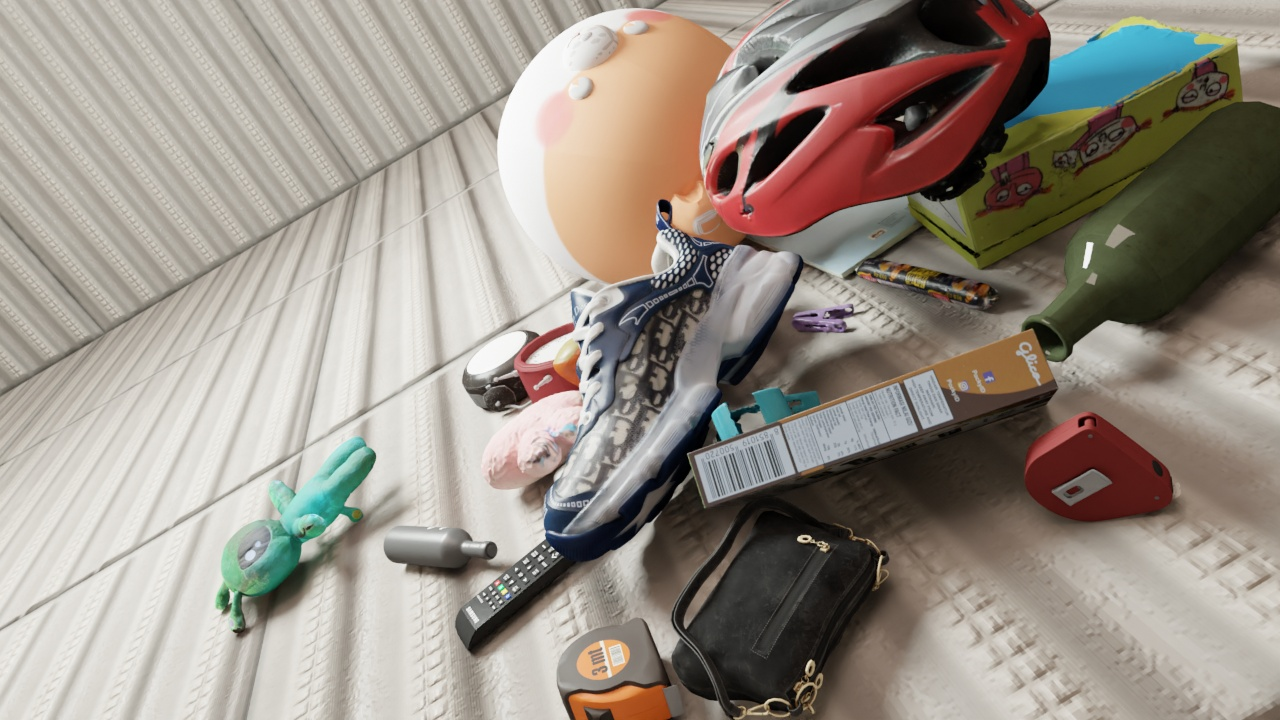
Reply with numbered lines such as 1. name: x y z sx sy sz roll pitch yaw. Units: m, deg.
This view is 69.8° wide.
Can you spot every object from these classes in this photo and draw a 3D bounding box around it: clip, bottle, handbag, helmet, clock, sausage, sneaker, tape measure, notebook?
1. clip: 0.143 -0.030 0.713 0.051 0.014 0.045 -20 30 14
2. clip: 0.065 0.042 0.577 0.103 0.027 0.120 -27 -14 7
3. bottle: -0.149 0.141 0.694 0.113 0.030 0.030 -7 35 40
4. handbag: 0.071 0.126 0.465 0.079 0.054 0.128 2 38 42
5. helmet: 0.150 -0.186 0.660 0.273 0.167 0.216 -15 24 52
6. clock: -0.054 -0.002 0.818 0.137 0.048 0.096 -36 25 -30
7. bottle: 0.308 -0.072 0.546 0.206 0.071 0.071 -38 27 -14
8. sausage: 0.210 -0.059 0.684 0.020 0.020 0.155 -36 26 -12
9. clock: -0.130 0.007 0.897 0.091 0.044 0.123 -38 27 -16
10. sneaker: -0.004 0.004 0.617 0.268 0.132 0.103 -55 -10 -26
11. tape measure: 0.217 0.057 0.441 0.052 0.059 0.019 -48 9 43
12. notebook: 0.199 -0.156 0.882 0.181 0.009 0.253 -34 26 -7
13. tape measure: -0.013 0.174 0.490 0.058 0.038 0.058 -19 25 -7

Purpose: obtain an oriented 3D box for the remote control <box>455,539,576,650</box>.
1. remote control: -0.064 0.140 0.624 0.146 0.015 0.033 -38 27 -15

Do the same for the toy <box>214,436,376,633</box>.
1. toy: -0.304 0.150 0.809 0.193 0.072 0.131 -48 28 -15

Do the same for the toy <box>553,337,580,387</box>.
1. toy: 0.021 -0.020 0.736 0.175 0.096 0.112 -16 7 -25

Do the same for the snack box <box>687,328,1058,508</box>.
1. snack box: 0.130 0.038 0.515 0.186 0.031 0.101 -22 -14 17

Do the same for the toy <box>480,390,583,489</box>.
1. toy: -0.073 0.062 0.714 0.108 0.053 0.105 -36 9 -19

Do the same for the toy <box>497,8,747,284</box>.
1. toy: 0.005 -0.202 0.884 0.281 0.266 0.262 22 67 44

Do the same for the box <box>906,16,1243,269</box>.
1. box: 0.321 -0.170 0.699 0.221 0.080 0.124 -27 31 1

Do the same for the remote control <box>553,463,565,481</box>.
1. remote control: -0.011 0.064 0.674 0.114 0.028 0.060 -36 6 -24
